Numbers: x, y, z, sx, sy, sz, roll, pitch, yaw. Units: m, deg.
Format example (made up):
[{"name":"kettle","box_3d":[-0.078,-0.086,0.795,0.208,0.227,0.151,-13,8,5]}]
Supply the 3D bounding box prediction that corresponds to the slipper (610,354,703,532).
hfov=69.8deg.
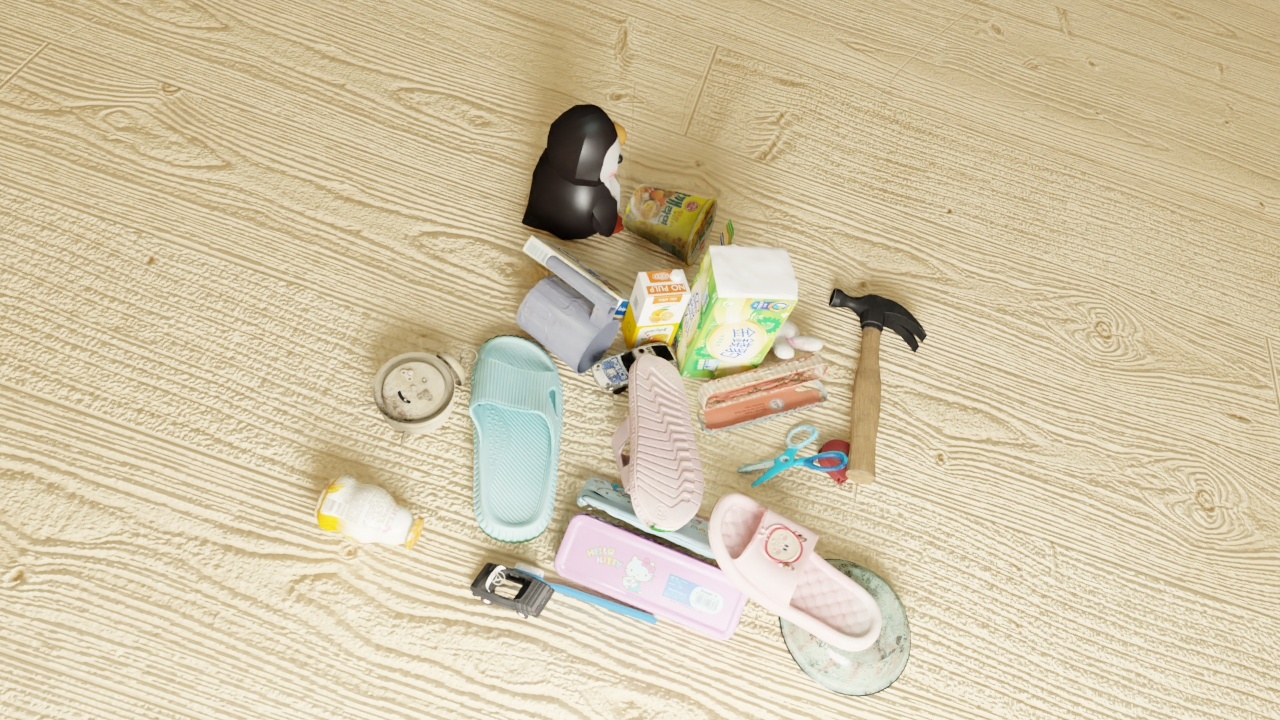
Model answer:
[{"name":"slipper","box_3d":[0.015,0.101,1.074,0.094,0.065,0.238,21,45,-26]}]

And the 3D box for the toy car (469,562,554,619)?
[{"name":"toy car","box_3d":[-0.136,0.238,0.959,0.092,0.037,0.040,9,49,34]}]

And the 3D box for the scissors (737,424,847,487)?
[{"name":"scissors","box_3d":[0.189,0.127,1.120,0.140,0.013,0.113,-30,39,-32]}]

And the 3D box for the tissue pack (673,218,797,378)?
[{"name":"tissue pack","box_3d":[0.109,-0.083,1.152,0.120,0.198,0.141,5,58,-18]}]

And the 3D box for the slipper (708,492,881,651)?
[{"name":"slipper","box_3d":[0.166,0.227,0.986,0.221,0.056,0.106,38,47,5]}]

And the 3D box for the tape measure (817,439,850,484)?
[{"name":"tape measure","box_3d":[0.253,0.124,1.157,0.058,0.019,0.051,-27,64,-35]}]

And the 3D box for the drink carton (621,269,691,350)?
[{"name":"drink carton","box_3d":[0.019,-0.064,1.162,0.058,0.123,0.040,-6,58,-17]}]

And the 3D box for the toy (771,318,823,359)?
[{"name":"toy","box_3d":[0.183,-0.038,1.231,0.075,0.037,0.125,-7,33,-29]}]

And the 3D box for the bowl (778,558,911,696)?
[{"name":"bowl","box_3d":[0.236,0.291,1.028,0.157,0.039,0.157,6,56,-9]}]

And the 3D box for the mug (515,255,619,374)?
[{"name":"mug","box_3d":[-0.086,-0.059,1.135,0.104,0.124,0.083,37,48,14]}]

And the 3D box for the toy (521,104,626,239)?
[{"name":"toy","box_3d":[-0.089,-0.256,1.228,0.140,0.184,0.159,-21,64,-24]}]

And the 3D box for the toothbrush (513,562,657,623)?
[{"name":"toothbrush","box_3d":[-0.060,0.253,0.996,0.166,0.016,0.014,19,54,-1]}]

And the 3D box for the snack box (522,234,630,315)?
[{"name":"snack box","box_3d":[-0.078,-0.110,1.200,0.150,0.082,0.026,36,98,11]}]

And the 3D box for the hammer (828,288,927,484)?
[{"name":"hammer","box_3d":[0.305,0.032,1.210,0.132,0.040,0.304,17,51,-1]}]

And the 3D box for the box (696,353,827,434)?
[{"name":"box","box_3d":[0.159,0.041,1.168,0.186,0.055,0.076,-14,93,-20]}]

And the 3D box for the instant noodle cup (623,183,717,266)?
[{"name":"instant noodle cup","box_3d":[0.040,-0.197,1.280,0.108,0.102,0.102,23,54,13]}]

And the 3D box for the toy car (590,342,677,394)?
[{"name":"toy car","box_3d":[-0.007,0.007,1.160,0.112,0.041,0.048,-18,62,-23]}]

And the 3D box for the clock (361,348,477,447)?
[{"name":"clock","box_3d":[-0.248,0.032,1.077,0.093,0.055,0.140,43,65,16]}]

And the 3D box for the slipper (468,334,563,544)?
[{"name":"slipper","box_3d":[-0.143,0.077,1.064,0.116,0.070,0.275,6,56,-14]}]

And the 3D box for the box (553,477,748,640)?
[{"name":"box","box_3d":[0.021,0.210,1.021,0.214,0.062,0.139,21,51,1]}]

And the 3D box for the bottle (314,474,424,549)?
[{"name":"bottle","box_3d":[-0.285,0.165,0.972,0.109,0.063,0.063,21,54,0]}]
